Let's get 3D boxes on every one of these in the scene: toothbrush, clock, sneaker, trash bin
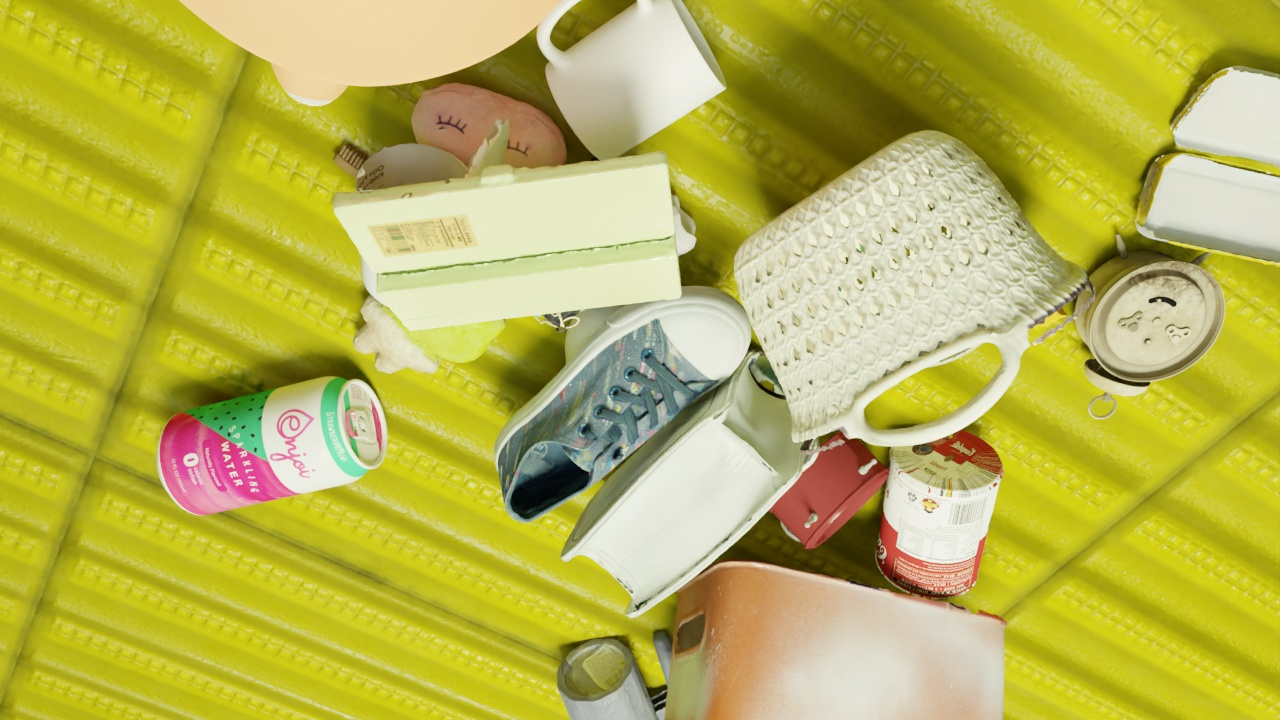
[{"bbox_3d":[-0.148,-0.104,0.674,0.167,0.016,0.016,34,118,-17],"label":"toothbrush"},{"bbox_3d":[0.152,0.105,0.739,0.096,0.137,0.048,-43,69,-2],"label":"clock"},{"bbox_3d":[0.365,-0.020,0.684,0.093,0.054,0.141,9,115,-3],"label":"clock"},{"bbox_3d":[-0.022,0.035,0.657,0.236,0.079,0.087,-37,114,23],"label":"sneaker"},{"bbox_3d":[0.157,0.283,0.784,0.259,0.157,0.182,15,154,-8],"label":"trash bin"}]

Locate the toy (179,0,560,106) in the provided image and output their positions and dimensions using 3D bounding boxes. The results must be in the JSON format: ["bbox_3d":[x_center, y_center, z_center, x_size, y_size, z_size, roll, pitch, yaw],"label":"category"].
[{"bbox_3d":[-0.136,-0.265,0.438,0.262,0.265,0.281,-25,144,-19],"label":"toy"}]

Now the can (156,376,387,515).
[{"bbox_3d":[-0.299,0.069,0.746,0.166,0.088,0.088,-13,121,10],"label":"can"}]

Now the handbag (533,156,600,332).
[{"bbox_3d":[-0.041,-0.079,0.633,0.129,0.054,0.079,-41,80,11],"label":"handbag"}]

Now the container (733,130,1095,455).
[{"bbox_3d":[0.160,-0.045,0.568,0.185,0.251,0.143,-33,87,22],"label":"container"}]

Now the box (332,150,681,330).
[{"bbox_3d":[-0.070,-0.065,0.548,0.187,0.030,0.139,-6,155,2],"label":"box"}]

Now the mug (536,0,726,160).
[{"bbox_3d":[-0.012,-0.190,0.571,0.091,0.073,0.110,-28,140,18],"label":"mug"}]

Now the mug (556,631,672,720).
[{"bbox_3d":[-0.013,0.334,0.916,0.123,0.084,0.104,-23,119,-11],"label":"mug"}]

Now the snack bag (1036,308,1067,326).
[{"bbox_3d":[0.269,-0.044,0.689,0.099,0.026,0.020,9,128,-5],"label":"snack bag"}]

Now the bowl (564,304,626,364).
[{"bbox_3d":[-0.004,0.004,0.715,0.115,0.050,0.115,1,122,2],"label":"bowl"}]

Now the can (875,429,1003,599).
[{"bbox_3d":[0.245,0.125,0.761,0.086,0.086,0.117,0,123,3],"label":"can"}]

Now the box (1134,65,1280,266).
[{"bbox_3d":[0.456,-0.122,0.624,0.209,0.045,0.128,11,121,-4],"label":"box"}]

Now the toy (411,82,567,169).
[{"bbox_3d":[-0.105,-0.136,0.634,0.108,0.053,0.105,13,134,1],"label":"toy"}]

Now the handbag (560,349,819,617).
[{"bbox_3d":[0.042,0.095,0.719,0.096,0.141,0.199,41,118,-3],"label":"handbag"}]

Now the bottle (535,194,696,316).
[{"bbox_3d":[-0.025,-0.071,0.672,0.136,0.044,0.044,-28,117,18],"label":"bottle"}]

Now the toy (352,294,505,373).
[{"bbox_3d":[-0.169,-0.028,0.708,0.118,0.043,0.092,-30,119,22],"label":"toy"}]

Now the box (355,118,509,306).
[{"bbox_3d":[-0.136,-0.101,0.592,0.094,0.084,0.166,25,146,6],"label":"box"}]
